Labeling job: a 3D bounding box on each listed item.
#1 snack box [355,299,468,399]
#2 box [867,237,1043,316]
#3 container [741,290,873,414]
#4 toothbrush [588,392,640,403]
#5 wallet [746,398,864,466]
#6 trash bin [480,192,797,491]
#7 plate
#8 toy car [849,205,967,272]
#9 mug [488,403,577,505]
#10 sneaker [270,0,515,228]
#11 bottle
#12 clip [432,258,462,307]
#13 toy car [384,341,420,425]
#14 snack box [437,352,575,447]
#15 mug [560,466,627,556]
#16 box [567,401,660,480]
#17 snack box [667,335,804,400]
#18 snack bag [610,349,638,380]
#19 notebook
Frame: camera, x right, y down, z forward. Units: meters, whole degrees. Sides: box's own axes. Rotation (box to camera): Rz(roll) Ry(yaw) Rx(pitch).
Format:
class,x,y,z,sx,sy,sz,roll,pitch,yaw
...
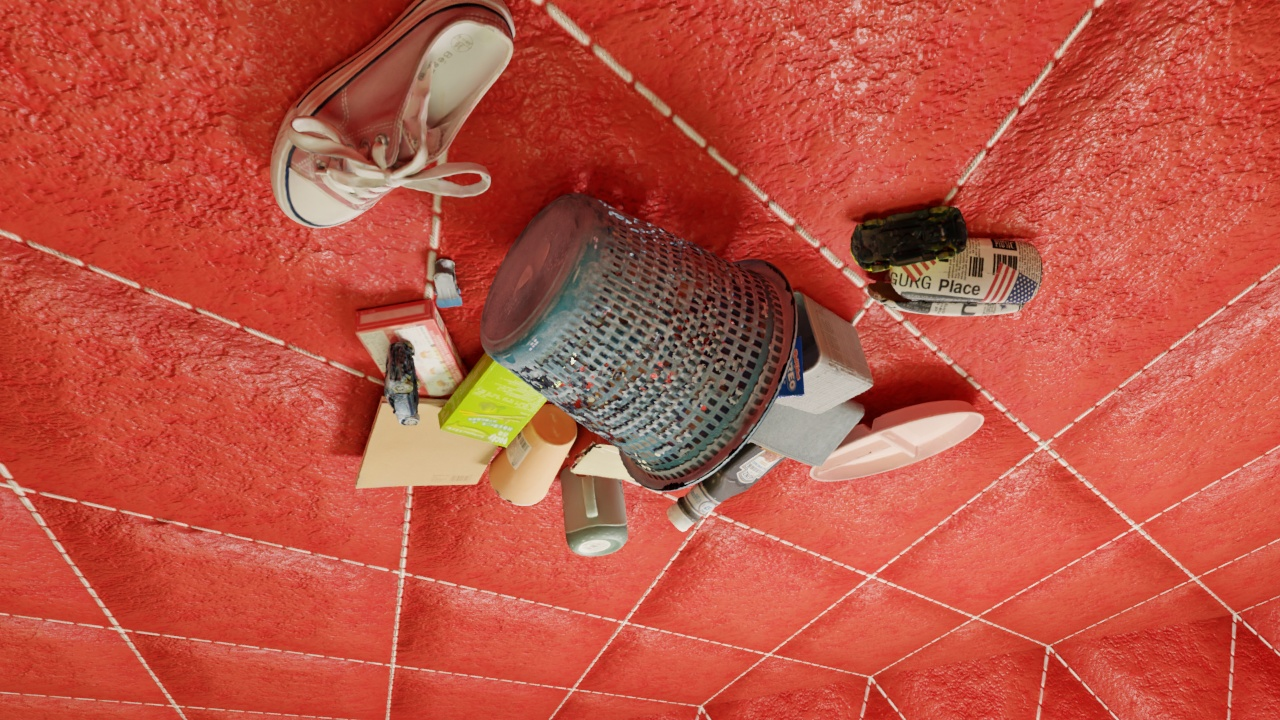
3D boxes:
class,x,y,z,sx,sy,sz,roll,pitch,yaw
snack box,-0.222,-0.003,0.915,0.075,0.025,0.153,-10,149,0
box,0.309,-0.085,0.896,0.162,0.075,0.087,3,117,-13
container,0.174,-0.003,0.953,0.090,0.090,0.114,-32,145,34
toothbrush,0.026,0.046,1.061,0.191,0.018,0.016,1,146,-14
wallet,0.179,0.067,1.072,0.129,0.037,0.107,24,117,-19
trash bin,-0.016,-0.031,0.770,0.195,0.226,0.227,30,133,-28
plate,0.326,0.104,1.187,0.229,0.028,0.230,-12,157,-5
toy car,0.243,-0.110,0.836,0.105,0.048,0.032,-11,-179,2
mug,-0.124,0.107,1.079,0.078,0.078,0.123,8,140,-25
sneaker,-0.175,-0.151,0.626,0.242,0.087,0.118,-31,142,31
bottle,0.115,0.141,1.150,0.195,0.044,0.080,-42,143,11
clip,-0.176,-0.070,0.828,0.025,0.035,0.058,-3,153,-6
toy car,-0.230,0.024,0.885,0.031,0.048,0.106,-1,148,-6
snack box,-0.132,0.024,0.941,0.085,0.026,0.157,20,123,-37
mug,-0.061,0.187,1.186,0.082,0.106,0.112,-7,148,0
box,0.000,0.108,1.099,0.168,0.078,0.092,10,144,-26
snack box,0.086,0.011,0.892,0.057,0.058,0.208,-1,178,-19
snack bag,-0.006,0.006,0.981,0.045,0.026,0.106,5,149,-27
notebook,-0.235,0.098,1.045,0.149,0.012,0.212,3,148,-24
